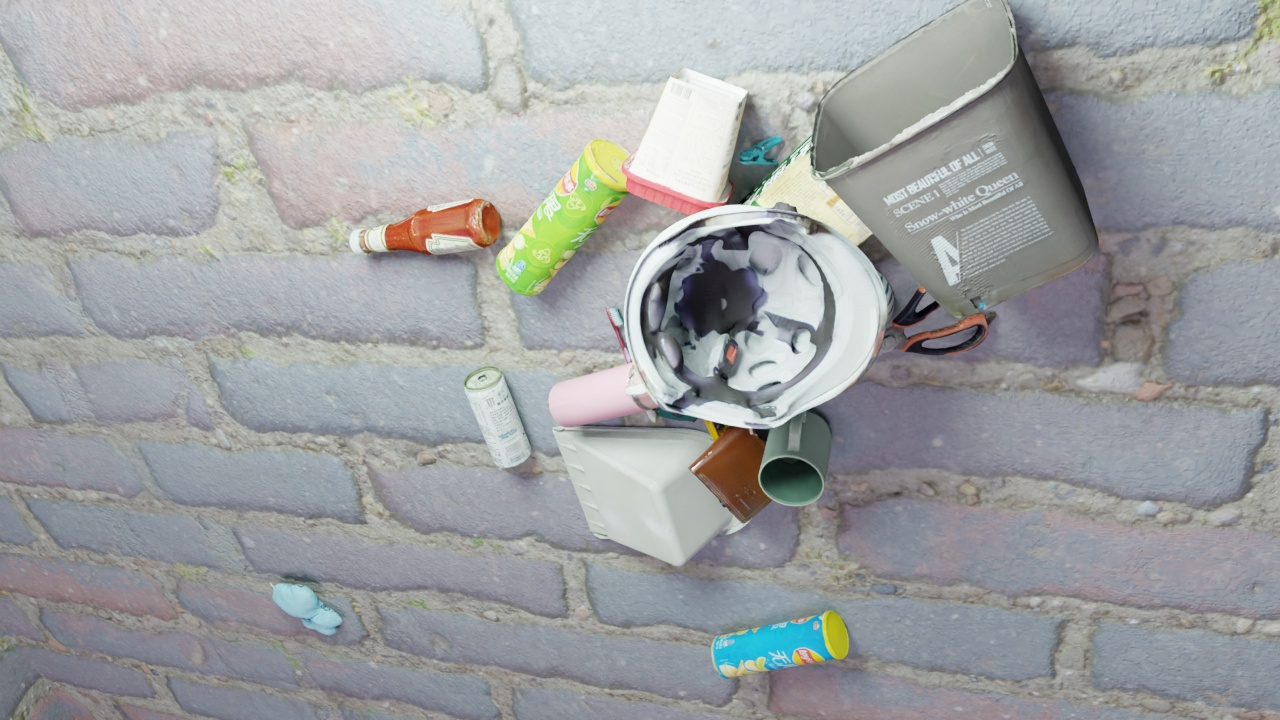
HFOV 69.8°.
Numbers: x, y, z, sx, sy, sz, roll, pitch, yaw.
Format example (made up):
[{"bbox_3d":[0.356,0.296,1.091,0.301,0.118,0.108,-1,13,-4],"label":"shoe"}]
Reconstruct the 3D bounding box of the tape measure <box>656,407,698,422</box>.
[{"bbox_3d":[0.050,0.058,1.229,0.058,0.025,0.055,11,129,11],"label":"tape measure"}]

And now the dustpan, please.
[{"bbox_3d":[0.032,0.180,1.338,0.258,0.142,0.223,20,137,44],"label":"dustpan"}]

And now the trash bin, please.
[{"bbox_3d":[0.301,-0.180,0.861,0.200,0.198,0.220,-26,119,33],"label":"trash bin"}]

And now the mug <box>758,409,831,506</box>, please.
[{"bbox_3d":[0.198,0.108,1.161,0.082,0.106,0.112,6,128,16],"label":"mug"}]

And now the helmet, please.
[{"bbox_3d":[0.107,-0.055,0.952,0.258,0.145,0.229,-4,109,-7],"label":"helmet"}]

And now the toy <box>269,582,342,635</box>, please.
[{"bbox_3d":[-0.652,0.478,1.781,0.156,0.049,0.162,27,138,-11],"label":"toy"}]

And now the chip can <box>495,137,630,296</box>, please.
[{"bbox_3d":[-0.091,-0.162,1.083,0.072,0.072,0.222,39,129,-11],"label":"chip can"}]

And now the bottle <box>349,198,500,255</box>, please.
[{"bbox_3d":[-0.276,-0.162,1.158,0.206,0.059,0.060,-5,124,23],"label":"bottle"}]

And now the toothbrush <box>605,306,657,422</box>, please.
[{"bbox_3d":[-0.007,0.007,1.218,0.017,0.016,0.188,-13,120,16],"label":"toothbrush"}]

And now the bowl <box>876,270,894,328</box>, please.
[{"bbox_3d":[0.230,-0.051,1.056,0.116,0.066,0.117,10,128,12],"label":"bowl"}]

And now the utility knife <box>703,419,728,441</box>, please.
[{"bbox_3d":[0.094,0.075,1.217,0.218,0.033,0.015,63,164,-20],"label":"utility knife"}]

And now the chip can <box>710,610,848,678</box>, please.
[{"bbox_3d":[0.214,0.446,1.434,0.211,0.071,0.071,-23,115,32],"label":"chip can"}]

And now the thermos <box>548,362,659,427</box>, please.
[{"bbox_3d":[-0.036,0.044,1.191,0.199,0.087,0.067,-13,93,41],"label":"thermos"}]

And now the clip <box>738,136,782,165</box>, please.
[{"bbox_3d":[0.128,-0.220,0.980,0.013,0.055,0.034,44,139,38],"label":"clip"}]

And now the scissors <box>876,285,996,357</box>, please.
[{"bbox_3d":[0.291,-0.036,1.019,0.197,0.015,0.214,22,109,-21],"label":"scissors"}]

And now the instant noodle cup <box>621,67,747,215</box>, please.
[{"bbox_3d":[0.054,-0.230,0.962,0.116,0.116,0.124,21,119,3],"label":"instant noodle cup"}]

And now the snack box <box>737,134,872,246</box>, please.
[{"bbox_3d":[0.154,-0.135,1.022,0.114,0.063,0.241,39,129,-11],"label":"snack box"}]

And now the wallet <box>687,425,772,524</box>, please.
[{"bbox_3d":[0.135,0.148,1.225,0.101,0.032,0.124,-44,113,-2],"label":"wallet"}]

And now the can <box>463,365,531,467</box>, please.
[{"bbox_3d":[-0.204,0.083,1.317,0.058,0.058,0.147,-2,124,21],"label":"can"}]
